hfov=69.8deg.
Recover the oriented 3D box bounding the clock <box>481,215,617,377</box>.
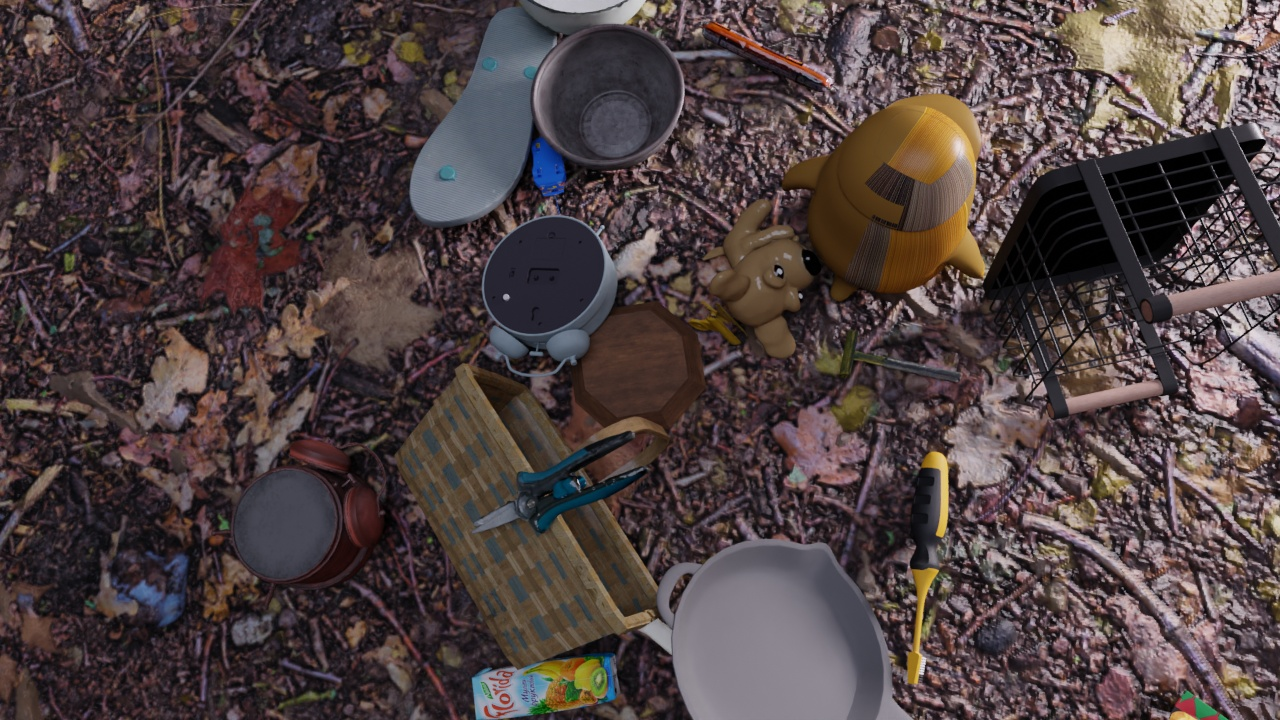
[{"bbox_3d":[-0.085,-0.060,0.853,0.123,0.045,0.159,3,71,19],"label":"clock"}]

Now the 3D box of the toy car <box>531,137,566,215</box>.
[{"bbox_3d":[-0.085,-0.173,0.910,0.033,0.062,0.091,-11,47,3],"label":"toy car"}]

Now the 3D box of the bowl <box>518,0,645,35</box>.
[{"bbox_3d":[-0.057,-0.385,0.913,0.153,0.073,0.153,-1,71,1],"label":"bowl"}]

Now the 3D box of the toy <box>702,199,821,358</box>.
[{"bbox_3d":[0.109,-0.082,0.831,0.106,0.134,0.108,-27,47,22],"label":"toy"}]

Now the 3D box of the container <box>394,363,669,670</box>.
[{"bbox_3d":[-0.062,0.111,0.767,0.186,0.157,0.250,-36,74,7],"label":"container"}]

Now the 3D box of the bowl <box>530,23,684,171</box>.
[{"bbox_3d":[-0.028,-0.243,0.888,0.145,0.067,0.144,-1,78,6],"label":"bowl"}]

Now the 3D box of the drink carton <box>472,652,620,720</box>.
[{"bbox_3d":[-0.083,0.283,0.798,0.129,0.038,0.044,-10,77,4],"label":"drink carton"}]

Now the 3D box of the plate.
[{"bbox_3d":[-0.005,0.006,0.854,0.131,0.025,0.131,-1,78,7],"label":"plate"}]

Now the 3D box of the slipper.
[{"bbox_3d":[-0.143,-0.235,0.916,0.098,0.055,0.268,17,70,7],"label":"slipper"}]

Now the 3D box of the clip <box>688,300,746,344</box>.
[{"bbox_3d":[0.072,-0.043,0.850,0.047,0.053,0.039,26,82,42],"label":"clip"}]

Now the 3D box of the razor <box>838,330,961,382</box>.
[{"bbox_3d":[0.236,0.004,0.829,0.106,0.026,0.042,12,78,5],"label":"razor"}]

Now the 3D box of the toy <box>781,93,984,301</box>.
[{"bbox_3d":[0.216,-0.144,0.768,0.199,0.203,0.162,29,82,12],"label":"toy"}]

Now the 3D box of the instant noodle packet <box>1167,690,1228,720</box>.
[{"bbox_3d":[0.426,0.413,0.683,0.195,0.090,0.252,36,84,12],"label":"instant noodle packet"}]

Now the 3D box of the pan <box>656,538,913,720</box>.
[{"bbox_3d":[0.168,0.276,0.755,0.354,0.024,0.215,31,56,0],"label":"pan"}]

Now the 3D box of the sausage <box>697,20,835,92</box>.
[{"bbox_3d":[0.124,-0.300,0.907,0.155,0.020,0.020,29,83,12],"label":"sausage"}]

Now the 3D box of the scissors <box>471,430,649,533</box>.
[{"bbox_3d":[-0.058,0.101,0.676,0.137,0.019,0.129,20,90,21],"label":"scissors"}]

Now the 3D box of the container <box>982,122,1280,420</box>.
[{"bbox_3d":[0.386,-0.057,0.719,0.163,0.241,0.130,-13,69,4],"label":"container"}]

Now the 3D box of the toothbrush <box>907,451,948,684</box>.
[{"bbox_3d":[0.242,0.174,0.783,0.030,0.031,0.196,21,72,-32],"label":"toothbrush"}]

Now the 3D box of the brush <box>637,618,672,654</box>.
[{"bbox_3d":[0.043,0.258,0.803,0.217,0.012,0.033,36,85,11],"label":"brush"}]

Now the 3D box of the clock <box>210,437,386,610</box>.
[{"bbox_3d":[-0.297,0.140,0.837,0.157,0.072,0.120,-41,77,-2],"label":"clock"}]
